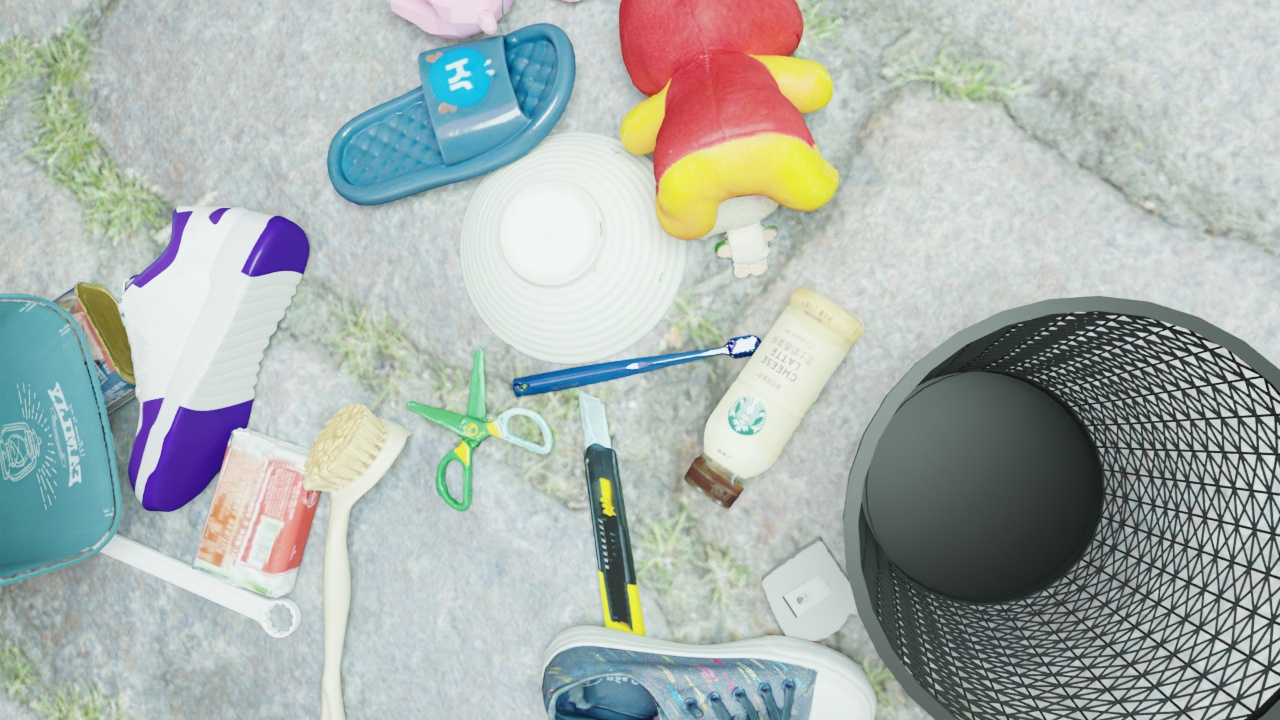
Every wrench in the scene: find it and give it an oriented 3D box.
[{"bbox_3d":[-0.397,0.162,0.742,0.273,0.009,0.047,20,91,9],"label":"wrench"}]

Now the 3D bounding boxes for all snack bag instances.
[{"bbox_3d":[-0.294,0.118,0.714,0.077,0.036,0.116,17,91,10],"label":"snack bag"}]

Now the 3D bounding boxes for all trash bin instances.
[{"bbox_3d":[0.220,0.083,0.531,0.217,0.243,0.217,0,88,9],"label":"trash bin"},{"bbox_3d":[-0.525,0.078,0.649,0.219,0.198,0.196,-17,85,38],"label":"trash bin"}]

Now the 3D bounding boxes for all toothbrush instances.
[{"bbox_3d":[-0.004,0.004,0.682,0.190,0.017,0.016,-10,85,8],"label":"toothbrush"}]

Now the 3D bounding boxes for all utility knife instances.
[{"bbox_3d":[-0.024,0.122,0.682,0.029,0.020,0.203,-10,86,6],"label":"utility knife"}]

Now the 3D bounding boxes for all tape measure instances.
[{"bbox_3d":[0.122,0.167,0.656,0.062,0.020,0.060,-34,84,6],"label":"tape measure"}]

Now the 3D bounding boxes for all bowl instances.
[{"bbox_3d":[-0.057,-0.087,0.667,0.177,0.071,0.177,0,88,8],"label":"bowl"}]

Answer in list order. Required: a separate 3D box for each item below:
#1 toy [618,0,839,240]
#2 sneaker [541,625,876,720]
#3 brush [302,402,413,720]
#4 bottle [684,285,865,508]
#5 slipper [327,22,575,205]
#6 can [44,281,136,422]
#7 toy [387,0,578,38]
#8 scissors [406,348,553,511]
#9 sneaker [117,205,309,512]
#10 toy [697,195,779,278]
[{"bbox_3d":[0.052,-0.192,0.620,0.147,0.099,0.216,-11,66,4],"label":"toy"},{"bbox_3d":[0.044,0.238,0.625,0.235,0.079,0.087,5,103,4],"label":"sneaker"},{"bbox_3d":[-0.226,0.166,0.694,0.077,0.062,0.272,6,95,-29],"label":"brush"},{"bbox_3d":[0.091,0.028,0.647,0.056,0.056,0.162,34,93,8],"label":"bottle"},{"bbox_3d":[-0.144,-0.181,0.681,0.214,0.059,0.103,-24,69,12],"label":"slipper"},{"bbox_3d":[-0.439,-0.006,0.732,0.059,0.054,0.100,-31,84,4],"label":"can"},{"bbox_3d":[-0.103,-0.288,0.673,0.157,0.067,0.123,17,66,8],"label":"toy"},{"bbox_3d":[-0.122,0.054,0.695,0.131,0.011,0.125,6,94,16],"label":"scissors"},{"bbox_3d":[-0.355,-0.011,0.703,0.111,0.092,0.244,22,87,9],"label":"sneaker"},{"bbox_3d":[0.064,-0.118,0.663,0.087,0.050,0.112,-21,80,7],"label":"toy"}]
